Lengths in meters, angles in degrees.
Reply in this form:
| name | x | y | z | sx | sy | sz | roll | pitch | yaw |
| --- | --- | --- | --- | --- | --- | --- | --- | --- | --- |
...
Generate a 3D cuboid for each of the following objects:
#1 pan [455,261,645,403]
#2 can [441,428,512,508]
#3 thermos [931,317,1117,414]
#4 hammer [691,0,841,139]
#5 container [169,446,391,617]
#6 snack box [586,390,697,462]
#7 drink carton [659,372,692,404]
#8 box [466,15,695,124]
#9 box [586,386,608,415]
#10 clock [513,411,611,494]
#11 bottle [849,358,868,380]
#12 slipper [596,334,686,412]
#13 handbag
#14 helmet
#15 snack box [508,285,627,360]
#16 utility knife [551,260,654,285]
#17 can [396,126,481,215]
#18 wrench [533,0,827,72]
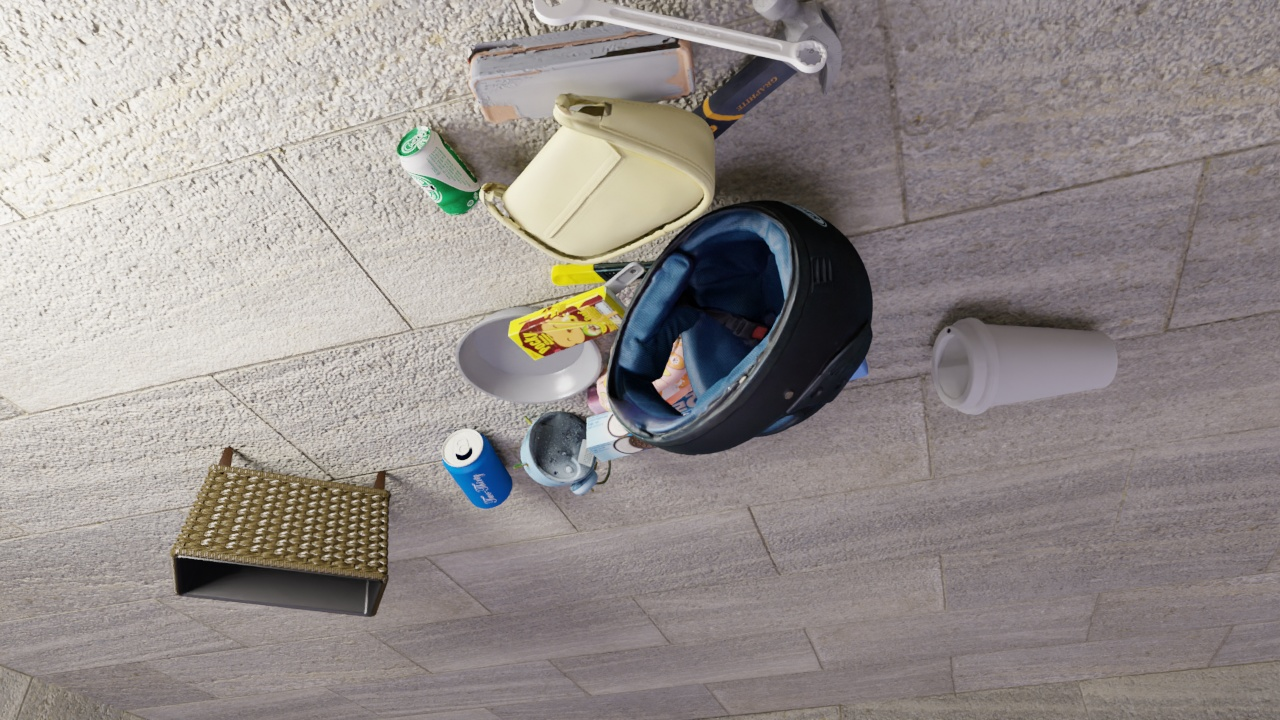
| name | x | y | z | sx | sy | sz | roll | pitch | yaw |
| --- | --- | --- | --- | --- | --- | --- | --- | --- | --- |
| pan | -0.108 | -0.045 | 1.229 | 0.200 | 0.050 | 0.358 | 24 | 135 | -30 |
| can | -0.267 | 0.179 | 1.505 | 0.079 | 0.078 | 0.146 | -8 | 143 | 9 |
| thermos | 0.529 | 0.004 | 1.259 | 0.221 | 0.131 | 0.132 | -3 | 144 | -11 |
| hammer | 0.071 | -0.256 | 0.955 | 0.139 | 0.035 | 0.314 | 18 | 142 | -39 |
| container | -0.580 | 0.284 | 1.532 | 0.320 | 0.204 | 0.177 | 12 | 142 | -17 |
| snack box | 0.029 | 0.092 | 1.355 | 0.227 | 0.059 | 0.059 | -16 | 141 | 21 |
| drink carton | 0.058 | 0.021 | 1.277 | 0.038 | 0.069 | 0.122 | 21 | 136 | -36 |
| box | -0.056 | -0.281 | 0.889 | 0.216 | 0.062 | 0.081 | -6 | 159 | 6 |
| box | 0.040 | 0.049 | 1.377 | 0.233 | 0.037 | 0.098 | -15 | 146 | 18 |
| clock | -0.115 | 0.147 | 1.437 | 0.162 | 0.117 | 0.060 | 23 | 149 | -20 |
| bottle | 0.258 | 0.017 | 1.323 | 0.131 | 0.048 | 0.048 | -18 | 140 | 21 |
| slipper | -0.007 | 0.007 | 1.259 | 0.081 | 0.093 | 0.198 | 39 | 144 | -20 |
| handbag | -0.041 | -0.189 | 0.956 | 0.190 | 0.088 | 0.234 | 26 | 145 | -25 |
| helmet | 0.130 | -0.024 | 1.069 | 0.235 | 0.249 | 0.316 | 23 | 101 | -54 |
| snack box | -0.091 | -0.047 | 1.171 | 0.149 | 0.025 | 0.061 | -19 | 138 | 25 |
| utility knife | -0.007 | -0.114 | 1.164 | 0.213 | 0.020 | 0.029 | -2 | 146 | 4 |
| can | -0.219 | -0.205 | 1.007 | 0.053 | 0.053 | 0.101 | -16 | 141 | 20 |
| wrench | 0.035 | -0.303 | 0.837 | 0.273 | 0.047 | 0.009 | 14 | 162 | 5 |
